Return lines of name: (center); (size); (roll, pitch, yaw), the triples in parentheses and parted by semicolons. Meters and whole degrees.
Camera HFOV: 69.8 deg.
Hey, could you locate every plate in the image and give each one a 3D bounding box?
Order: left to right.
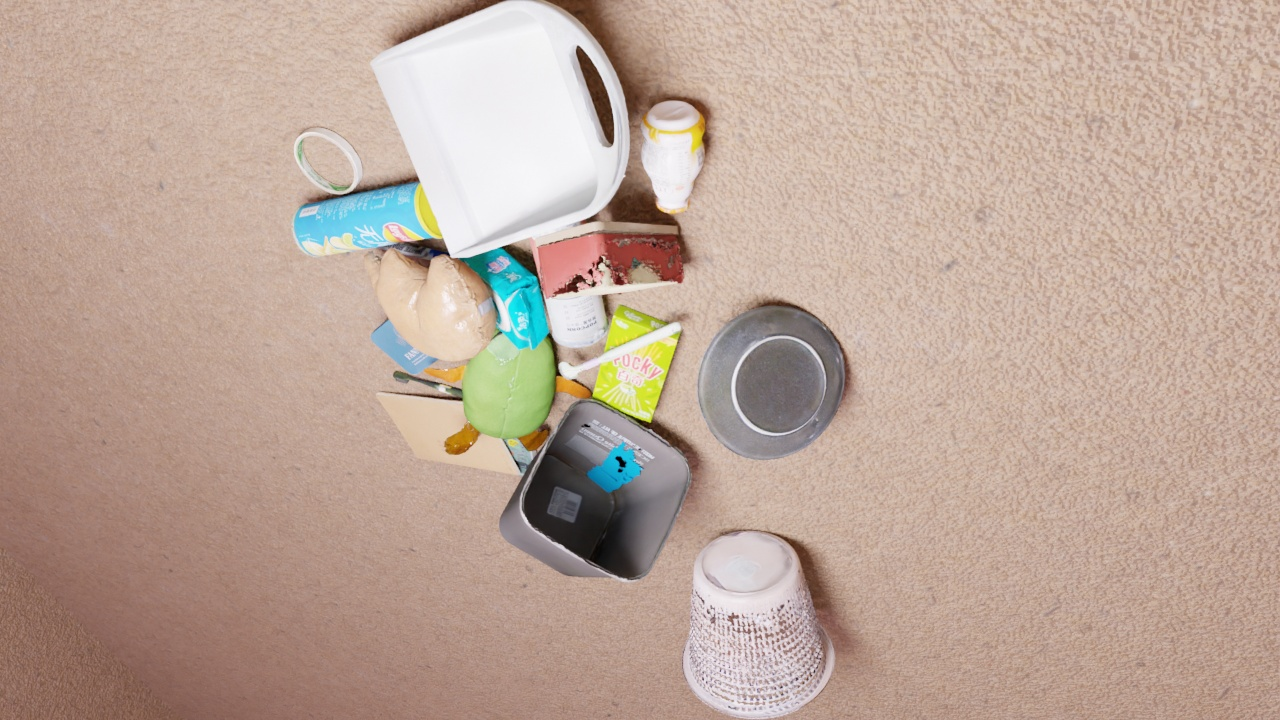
plate: (0.151, 0.027, 1.027); (0.179, 0.179, 0.024); (42, 176, -18)

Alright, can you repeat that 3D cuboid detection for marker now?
marker: (-0.301, -0.143, 1.170); (0.146, 0.016, 0.017); (14, 137, 13)

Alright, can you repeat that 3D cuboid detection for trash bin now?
trash bin: (-0.077, 0.192, 1.258); (0.199, 0.198, 0.220); (33, 154, -10)
trash bin: (0.161, 0.365, 1.329); (0.228, 0.226, 0.192); (3, 121, 23)

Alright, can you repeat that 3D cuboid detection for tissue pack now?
tissue pack: (-0.163, -0.079, 1.103); (0.133, 0.050, 0.093); (40, 151, 37)

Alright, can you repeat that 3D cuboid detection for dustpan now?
dustpan: (-0.129, -0.220, 0.869); (0.258, 0.142, 0.223); (-16, 106, 13)

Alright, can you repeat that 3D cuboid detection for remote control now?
remote control: (-0.186, 0.126, 1.380); (0.056, 0.019, 0.135); (13, 136, 14)

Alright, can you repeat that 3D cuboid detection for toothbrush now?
toothbrush: (-0.280, 0.046, 1.351); (0.186, 0.012, 0.017); (15, 143, 12)
toothbrush: (-0.026, -0.013, 1.123); (0.190, 0.020, 0.029); (-22, 123, 35)

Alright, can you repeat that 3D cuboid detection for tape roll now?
tape roll: (-0.378, -0.241, 1.111); (0.086, 0.013, 0.086); (13, 136, 13)

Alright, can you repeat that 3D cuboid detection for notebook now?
notebook: (-0.295, 0.112, 1.410); (0.212, 0.012, 0.149); (5, 134, 30)

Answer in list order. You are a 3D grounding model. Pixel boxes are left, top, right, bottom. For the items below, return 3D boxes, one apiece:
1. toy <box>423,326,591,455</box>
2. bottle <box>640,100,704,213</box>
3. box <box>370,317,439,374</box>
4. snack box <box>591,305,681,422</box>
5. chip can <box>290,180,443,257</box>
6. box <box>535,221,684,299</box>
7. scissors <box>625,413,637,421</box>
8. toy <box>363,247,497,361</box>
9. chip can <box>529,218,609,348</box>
toy: (-0.178, 0.038, 1.235); (0.226, 0.089, 0.247); (5, 133, -16)
bottle: (0.032, -0.201, 0.917); (0.063, 0.063, 0.109); (12, 136, 14)
box: (-0.283, -0.050, 1.223); (0.090, 0.061, 0.185); (42, 134, -17)
snack box: (-0.007, 0.007, 1.164); (0.086, 0.026, 0.157); (21, 134, 4)
chip can: (-0.324, -0.171, 1.112); (0.211, 0.071, 0.071); (-4, 130, 29)
box: (-0.025, -0.097, 0.962); (0.091, 0.168, 0.080); (-9, 91, 32)
scissors: (-0.005, 0.074, 1.250); (0.146, 0.014, 0.172); (39, 133, -13)
toy: (-0.264, -0.070, 1.095); (0.226, 0.082, 0.143); (13, 123, 38)
chip can: (-0.087, -0.117, 1.052); (0.071, 0.071, 0.215); (8, 135, 19)
